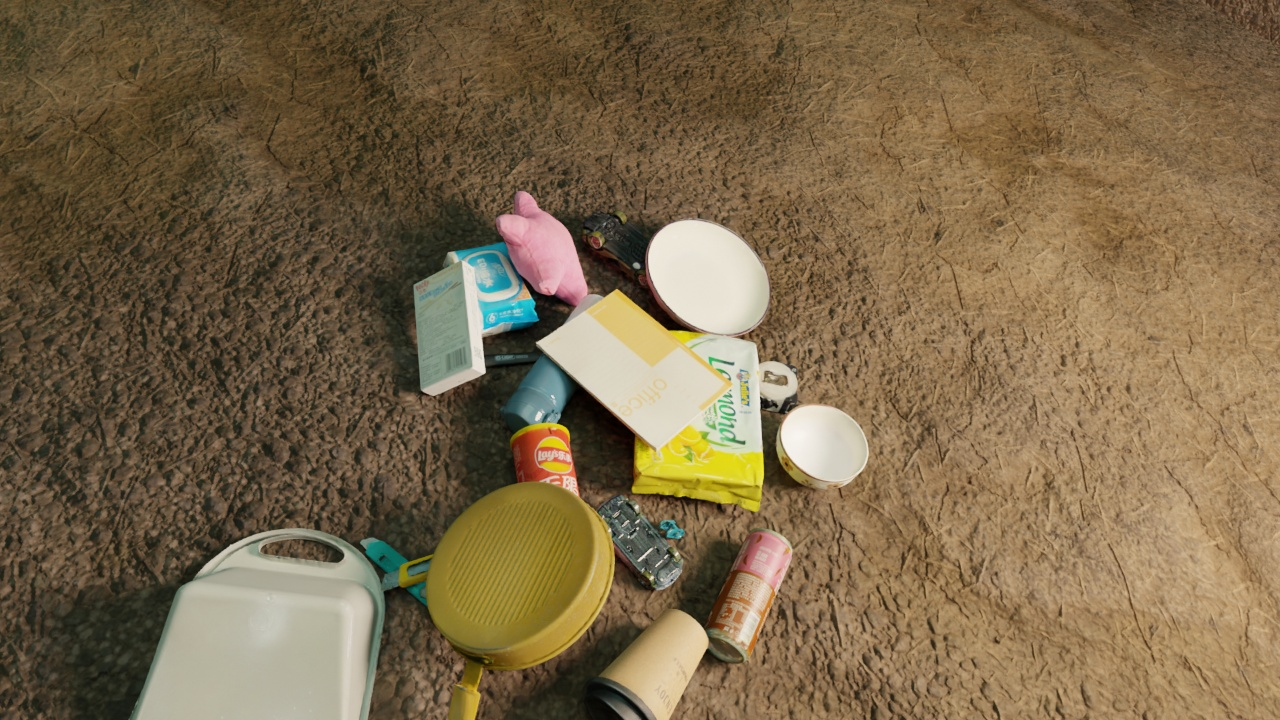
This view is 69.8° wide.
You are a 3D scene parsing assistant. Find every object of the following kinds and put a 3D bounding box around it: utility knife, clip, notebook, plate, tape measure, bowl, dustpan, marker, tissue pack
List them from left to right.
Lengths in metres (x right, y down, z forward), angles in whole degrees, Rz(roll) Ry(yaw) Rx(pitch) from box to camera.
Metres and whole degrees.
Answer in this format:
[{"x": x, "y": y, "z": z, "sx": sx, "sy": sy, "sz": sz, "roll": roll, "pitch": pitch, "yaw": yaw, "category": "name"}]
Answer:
[{"x": -0.371, "y": 0.302, "z": 0.921, "sx": 0.222, "sy": 0.143, "sz": 0.257, "roll": 9, "pitch": 82, "yaw": -5, "category": "dustpan"}, {"x": -0.242, "y": 0.241, "z": 0.990, "sx": 0.160, "sy": 0.013, "sz": 0.029, "roll": 35, "pitch": 49, "yaw": 14, "category": "utility knife"}, {"x": -0.201, "y": 0.218, "z": 1.004, "sx": 0.173, "sy": 0.015, "sz": 0.033, "roll": -14, "pitch": 49, "yaw": -28, "category": "utility knife"}, {"x": -0.200, "y": -0.093, "z": 1.218, "sx": 0.089, "sy": 0.063, "sz": 0.140, "roll": -15, "pitch": 58, "yaw": -21, "category": "tissue pack"}, {"x": -0.190, "y": 0.000, "z": 1.182, "sx": 0.124, "sy": 0.015, "sz": 0.018, "roll": -5, "pitch": 58, "yaw": -17, "category": "marker"}, {"x": -0.007, "y": 0.007, "z": 1.133, "sx": 0.206, "sy": 0.010, "sz": 0.145, "roll": 41, "pitch": 57, "yaw": 20, "category": "notebook"}, {"x": 0.035, "y": 0.195, "z": 1.061, "sx": 0.014, "sy": 0.057, "sz": 0.046, "roll": -46, "pitch": 68, "yaw": 5, "category": "clip"}, {"x": 0.091, "y": -0.111, "z": 1.290, "sx": 0.192, "sy": 0.039, "sz": 0.192, "roll": 11, "pitch": 59, "yaw": -19, "category": "plate"}, {"x": 0.176, "y": 0.035, "z": 1.219, "sx": 0.066, "sy": 0.034, "sz": 0.065, "roll": 9, "pitch": 51, "yaw": -6, "category": "tape measure"}, {"x": 0.221, "y": 0.116, "z": 1.150, "sx": 0.113, "sy": 0.062, "sz": 0.113, "roll": 6, "pitch": 54, "yaw": -8, "category": "bowl"}]

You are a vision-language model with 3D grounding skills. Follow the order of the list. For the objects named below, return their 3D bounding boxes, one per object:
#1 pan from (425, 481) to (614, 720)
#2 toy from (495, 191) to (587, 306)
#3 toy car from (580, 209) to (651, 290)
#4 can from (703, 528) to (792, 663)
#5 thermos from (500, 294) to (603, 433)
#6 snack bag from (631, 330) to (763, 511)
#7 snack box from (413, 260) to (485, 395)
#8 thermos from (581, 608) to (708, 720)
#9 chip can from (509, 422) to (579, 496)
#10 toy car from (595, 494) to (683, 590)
[{"x": -0.151, "y": 0.285, "z": 0.907, "sx": 0.198, "sy": 0.078, "sz": 0.356, "roll": 8, "pitch": 55, "yaw": 31, "category": "pan"}, {"x": -0.124, "y": -0.136, "z": 1.226, "sx": 0.178, "sy": 0.075, "sz": 0.194, "roll": 51, "pitch": 17, "yaw": -19, "category": "toy"}, {"x": -0.015, "y": -0.155, "z": 1.315, "sx": 0.158, "sy": 0.042, "sz": 0.070, "roll": 39, "pitch": 54, "yaw": 4, "category": "toy car"}, {"x": 0.120, "y": 0.261, "z": 1.022, "sx": 0.058, "sy": 0.058, "sz": 0.146, "roll": 27, "pitch": 53, "yaw": 9, "category": "can"}, {"x": -0.097, "y": 0.009, "z": 1.163, "sx": 0.070, "sy": 0.070, "sz": 0.219, "roll": 26, "pitch": 53, "yaw": 8, "category": "thermos"}, {"x": 0.068, "y": 0.069, "z": 1.149, "sx": 0.158, "sy": 0.068, "sz": 0.245, "roll": 7, "pitch": 54, "yaw": -5, "category": "snack bag"}, {"x": -0.242, "y": -0.041, "z": 1.151, "sx": 0.085, "sy": 0.027, "sz": 0.156, "roll": -23, "pitch": 61, "yaw": 23, "category": "snack box"}, {"x": 0.009, "y": 0.325, "z": 0.937, "sx": 0.093, "sy": 0.093, "sz": 0.142, "roll": 35, "pitch": 47, "yaw": 15, "category": "thermos"}, {"x": -0.098, "y": 0.177, "z": 1.031, "sx": 0.073, "sy": 0.073, "sz": 0.216, "roll": -4, "pitch": 55, "yaw": -15, "category": "chip can"}, {"x": -0.004, "y": 0.209, "z": 1.051, "sx": 0.120, "sy": 0.037, "sz": 0.054, "roll": 46, "pitch": 57, "yaw": 10, "category": "toy car"}]
